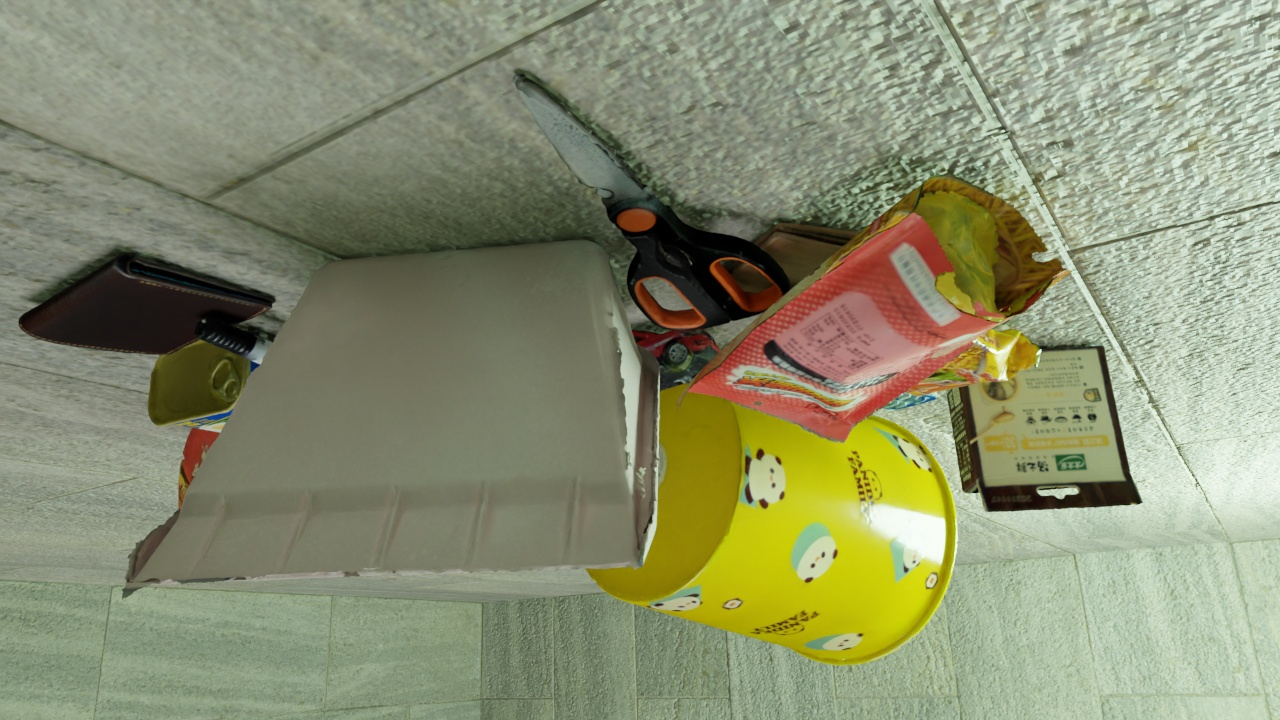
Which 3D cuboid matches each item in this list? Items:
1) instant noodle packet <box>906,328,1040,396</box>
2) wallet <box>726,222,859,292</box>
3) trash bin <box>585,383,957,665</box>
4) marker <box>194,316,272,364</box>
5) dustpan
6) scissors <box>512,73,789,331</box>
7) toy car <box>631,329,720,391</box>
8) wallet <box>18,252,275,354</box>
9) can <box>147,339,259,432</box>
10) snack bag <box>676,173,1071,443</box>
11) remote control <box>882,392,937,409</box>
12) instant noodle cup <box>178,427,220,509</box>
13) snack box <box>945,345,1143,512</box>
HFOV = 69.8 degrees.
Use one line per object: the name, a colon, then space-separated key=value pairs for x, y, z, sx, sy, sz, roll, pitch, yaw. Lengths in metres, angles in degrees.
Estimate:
instant noodle packet: x=0.198 y=-0.006 z=0.636 sx=0.128 sy=0.044 sz=0.111 roll=15 pitch=160 yaw=-42
wallet: x=0.107 y=-0.048 z=0.539 sx=0.115 sy=0.020 sz=0.101 roll=8 pitch=161 yaw=-19
trash bin: x=0.095 y=0.125 z=0.763 sx=0.255 sy=0.229 sz=0.230 roll=22 pitch=151 yaw=-40
marker: x=-0.234 y=0.000 z=0.601 sx=0.023 sy=0.018 sz=0.130 roll=13 pitch=167 yaw=28
dustpan: x=-0.090 y=0.039 z=0.495 sx=0.223 sy=0.272 sz=0.139 roll=-1 pitch=137 yaw=8
scissors: x=0.017 y=-0.073 z=0.442 sx=0.125 sy=0.021 sz=0.235 roll=-5 pitch=155 yaw=6
toy car: x=-0.004 y=0.004 z=0.641 sx=0.121 sy=0.045 sz=0.053 roll=-16 pitch=159 yaw=16
wallet: x=-0.298 y=-0.029 z=0.556 sx=0.123 sy=0.020 sz=0.096 roll=-16 pitch=163 yaw=33
can: x=-0.278 y=0.020 z=0.649 sx=0.102 sy=0.057 sz=0.083 roll=-11 pitch=162 yaw=28
snack bag: x=0.119 y=-0.010 z=0.507 sx=0.128 sy=0.073 sz=0.208 roll=12 pitch=150 yaw=-22
remote control: x=0.184 y=0.019 z=0.739 sx=0.124 sy=0.024 sz=0.049 roll=11 pitch=158 yaw=-36
instant noodle cup: x=-0.335 y=0.113 z=0.825 sx=0.138 sy=0.137 sz=0.108 roll=-18 pitch=165 yaw=41
snack box: x=0.300 y=0.054 z=0.694 sx=0.113 sy=0.125 sz=0.053 roll=-3 pitch=162 yaw=3
